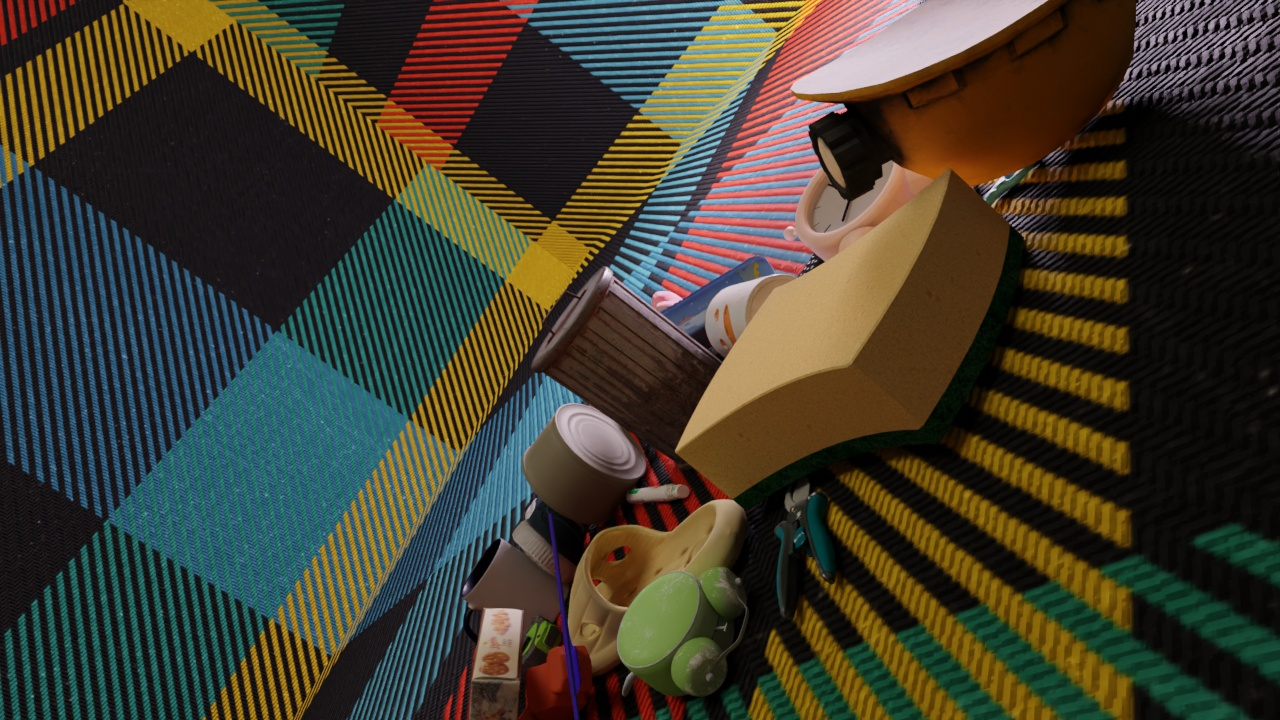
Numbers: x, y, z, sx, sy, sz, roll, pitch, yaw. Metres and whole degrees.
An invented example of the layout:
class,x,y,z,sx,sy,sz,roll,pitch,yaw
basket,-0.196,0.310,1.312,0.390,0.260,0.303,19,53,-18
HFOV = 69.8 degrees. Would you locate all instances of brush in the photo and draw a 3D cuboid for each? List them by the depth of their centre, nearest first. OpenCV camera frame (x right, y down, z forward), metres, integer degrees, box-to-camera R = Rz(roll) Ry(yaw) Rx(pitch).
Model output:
class,x,y,z,sx,sy,sz,roll,pitch,yaw
brush,0.148,-0.007,0.682,0.194,0.075,0.251,-56,10,-32

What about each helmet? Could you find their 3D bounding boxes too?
class,x,y,z,sx,sy,sz,roll,pitch,yaw
helmet,0.256,-0.204,0.684,0.255,0.131,0.205,-29,20,5

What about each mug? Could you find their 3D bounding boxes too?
class,x,y,z,sx,sy,sz,roll,pitch,yaw
mug,0.120,-0.041,0.917,0.082,0.082,0.105,-56,12,-11
mug,-0.151,0.276,1.045,0.111,0.097,0.079,-57,12,-16

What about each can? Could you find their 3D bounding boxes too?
class,x,y,z,sx,sy,sz,roll,pitch,yaw
can,-0.065,0.118,1.067,0.073,0.128,0.127,-54,10,23

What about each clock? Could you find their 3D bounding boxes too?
class,x,y,z,sx,sy,sz,roll,pitch,yaw
clock,0.030,0.195,0.656,0.120,0.042,0.094,-22,34,42
clock,0.220,-0.145,0.874,0.131,0.086,0.160,-53,21,5

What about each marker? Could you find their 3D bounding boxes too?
class,x,y,z,sx,sy,sz,roll,pitch,yaw
marker,0.017,0.141,0.967,0.017,0.017,0.146,-58,12,-20

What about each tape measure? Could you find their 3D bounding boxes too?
class,x,y,z,sx,sy,sz,roll,pitch,yaw
tape measure,-0.112,0.302,0.966,0.065,0.036,0.059,-58,12,-20

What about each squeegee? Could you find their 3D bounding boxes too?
class,x,y,z,sx,sy,sz,roll,pitch,yaw
squeegee,-0.072,0.282,0.782,0.185,0.055,0.249,120,147,-46

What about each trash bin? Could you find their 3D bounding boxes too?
class,x,y,z,sx,sy,sz,roll,pitch,yaw
trash bin,-0.006,0.006,0.959,0.131,0.211,0.130,-51,12,14

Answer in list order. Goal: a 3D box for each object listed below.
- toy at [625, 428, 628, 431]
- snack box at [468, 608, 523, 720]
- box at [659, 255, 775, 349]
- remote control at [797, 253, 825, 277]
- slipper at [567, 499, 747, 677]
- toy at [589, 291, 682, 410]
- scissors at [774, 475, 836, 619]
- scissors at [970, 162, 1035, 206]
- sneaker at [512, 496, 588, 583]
class,x,y,z,sx,sy,sz,roll,pitch,yaw
toy,0.015,0.046,1.135,0.176,0.071,0.112,-52,22,7
snack box,-0.131,0.317,0.817,0.143,0.041,0.147,-126,41,-79
box,0.060,-0.051,1.055,0.211,0.072,0.079,-30,62,17
remote control,0.190,-0.101,0.982,0.146,0.015,0.033,-55,11,-6
slipper,-0.012,0.190,0.791,0.262,0.079,0.111,-44,18,39
toy,-0.005,0.001,1.300,0.213,0.084,0.142,-50,10,10
scissors,0.114,0.120,0.633,0.130,0.019,0.150,-56,10,-23
scissors,0.273,-0.123,0.731,0.120,0.015,0.138,-39,23,47
sneaker,-0.092,0.192,1.099,0.087,0.089,0.235,-49,7,2
